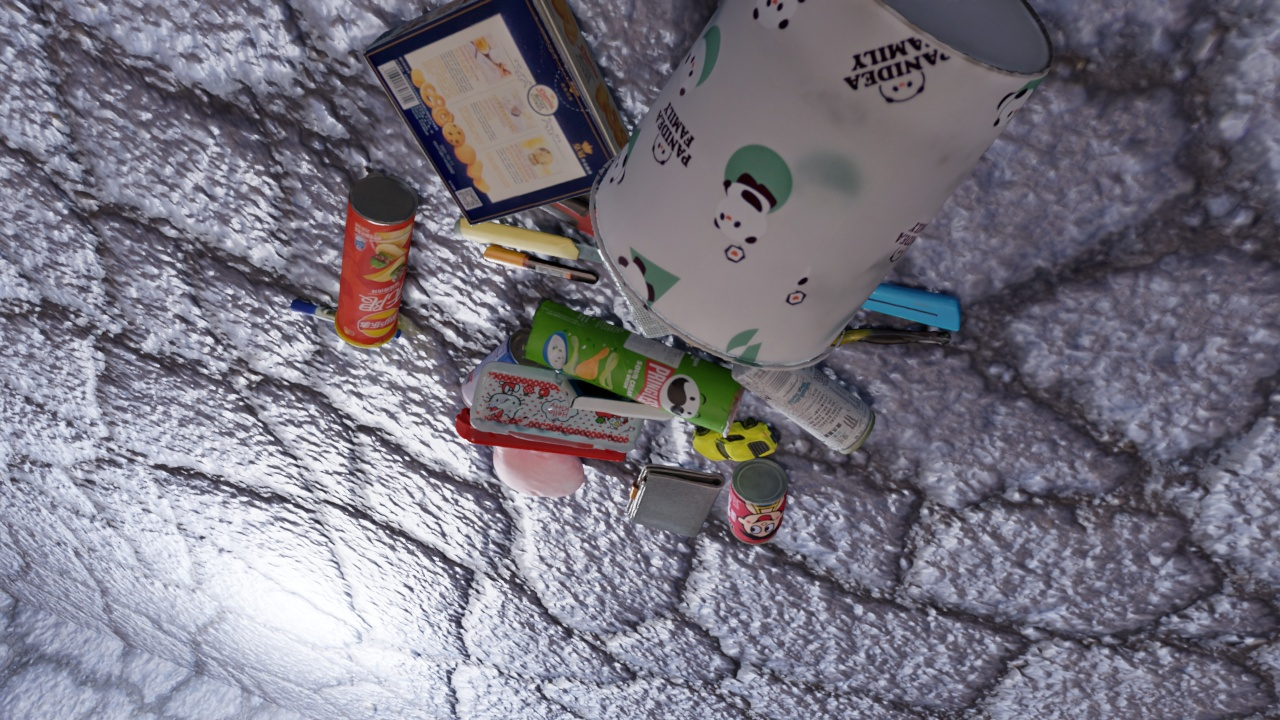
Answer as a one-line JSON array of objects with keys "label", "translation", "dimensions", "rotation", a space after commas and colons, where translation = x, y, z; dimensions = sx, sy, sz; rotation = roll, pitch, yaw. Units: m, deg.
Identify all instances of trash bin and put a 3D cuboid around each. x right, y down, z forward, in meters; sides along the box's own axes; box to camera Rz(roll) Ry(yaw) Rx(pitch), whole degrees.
[{"label": "trash bin", "translation": [0.117, -0.158, 0.626], "dimensions": [0.229, 0.228, 0.253], "rotation": [29, 134, -6]}]

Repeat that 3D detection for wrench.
[{"label": "wrench", "translation": [-0.069, -0.142, 0.884], "dimensions": [0.273, 0.016, 0.056], "rotation": [28, 140, -6]}]

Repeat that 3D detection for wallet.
[{"label": "wallet", "translation": [0.039, 0.173, 1.162], "dimensions": [0.106, 0.036, 0.130], "rotation": [13, 141, -3]}]

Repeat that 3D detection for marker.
[{"label": "marker", "translation": [-0.363, -0.051, 1.130], "dimensions": [0.146, 0.016, 0.017], "rotation": [15, 140, 11]}, {"label": "marker", "translation": [-0.102, -0.099, 0.950], "dimensions": [0.124, 0.015, 0.018], "rotation": [15, 141, 8]}]

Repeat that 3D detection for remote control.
[{"label": "remote control", "translation": [-0.023, 0.044, 1.003], "dimensions": [0.124, 0.049, 0.024], "rotation": [9, 109, -22]}]

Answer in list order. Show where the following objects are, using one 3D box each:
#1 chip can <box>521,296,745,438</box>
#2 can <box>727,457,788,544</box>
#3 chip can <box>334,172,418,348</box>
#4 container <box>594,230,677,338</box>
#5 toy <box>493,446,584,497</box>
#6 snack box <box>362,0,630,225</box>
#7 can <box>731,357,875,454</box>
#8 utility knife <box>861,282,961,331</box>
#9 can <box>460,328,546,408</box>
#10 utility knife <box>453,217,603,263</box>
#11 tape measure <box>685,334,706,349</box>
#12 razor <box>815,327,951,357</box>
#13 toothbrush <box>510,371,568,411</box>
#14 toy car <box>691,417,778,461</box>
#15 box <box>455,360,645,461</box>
[{"label": "chip can", "translation": [-0.006, 0.006, 0.972], "dimensions": [0.236, 0.072, 0.072], "rotation": [21, 140, 5]}, {"label": "can", "translation": [0.137, 0.168, 1.083], "dimensions": [0.066, 0.066, 0.094], "rotation": [13, 140, 13]}, {"label": "chip can", "translation": [-0.287, -0.102, 0.994], "dimensions": [0.073, 0.073, 0.217], "rotation": [27, 139, -3]}, {"label": "container", "translation": [0.026, -0.089, 0.825], "dimensions": [0.090, 0.090, 0.111], "rotation": [-11, 128, 21]}, {"label": "toy", "translation": [-0.138, 0.124, 1.178], "dimensions": [0.121, 0.054, 0.160], "rotation": [-1, 141, 15]}, {"label": "snack box", "translation": [-0.117, -0.218, 0.786], "dimensions": [0.183, 0.045, 0.178], "rotation": [-9, 126, 30]}, {"label": "can", "translation": [0.165, 0.033, 0.927], "dimensions": [0.146, 0.058, 0.058], "rotation": [35, 139, -13]}, {"label": "utility knife", "translation": [0.177, -0.067, 0.844], "dimensions": [0.234, 0.018, 0.034], "rotation": [14, 140, 14]}, {"label": "can", "translation": [-0.160, 0.014, 1.071], "dimensions": [0.053, 0.053, 0.135], "rotation": [38, 139, -16]}, {"label": "utility knife", "translation": [-0.106, -0.117, 0.918], "dimensions": [0.202, 0.021, 0.031], "rotation": [18, 144, 24]}, {"label": "tape measure", "translation": [0.063, -0.041, 0.919], "dimensions": [0.057, 0.028, 0.060], "rotation": [31, 140, -10]}, {"label": "razor", "translation": [0.219, -0.021, 0.869], "dimensions": [0.143, 0.022, 0.042], "rotation": [-3, 166, 24]}, {"label": "toothbrush", "translation": [-0.128, 0.048, 1.114], "dimensions": [0.225, 0.027, 0.026], "rotation": [-30, 81, 44]}, {"label": "toy car", "translation": [0.105, 0.095, 1.046], "dimensions": [0.105, 0.032, 0.048], "rotation": [-9, 130, 36]}, {"label": "box", "translation": [-0.101, 0.056, 1.052], "dimensions": [0.201, 0.100, 0.110], "rotation": [10, -176, -23]}]
